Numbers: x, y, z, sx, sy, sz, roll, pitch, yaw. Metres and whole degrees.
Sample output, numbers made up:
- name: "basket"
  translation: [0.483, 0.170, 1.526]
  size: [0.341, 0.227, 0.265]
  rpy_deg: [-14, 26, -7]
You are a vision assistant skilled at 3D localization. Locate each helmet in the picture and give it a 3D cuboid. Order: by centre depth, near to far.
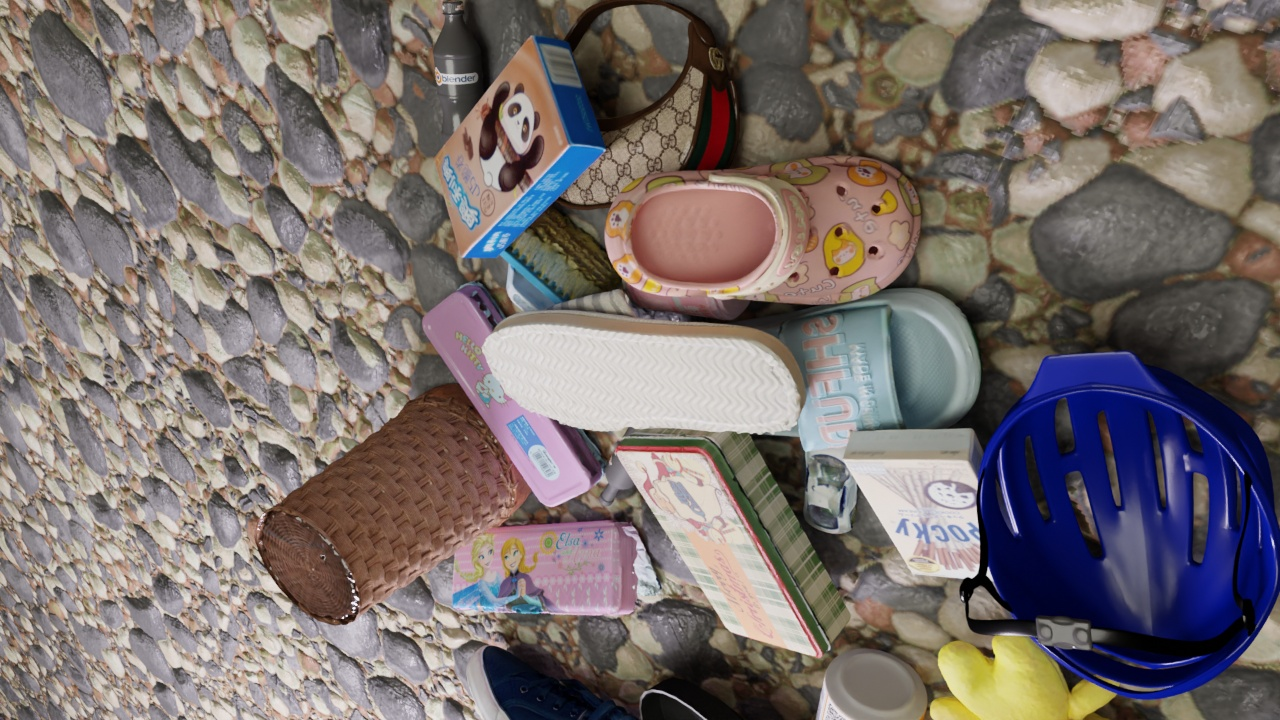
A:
- name: "helmet"
  translation: [0.253, 0.114, 0.490]
  size: [0.148, 0.227, 0.242]
  rpy_deg: [-4, 115, 36]

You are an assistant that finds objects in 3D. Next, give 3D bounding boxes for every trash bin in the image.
- name: "trash bin"
  translation: [-0.218, 0.132, 0.837]
  size: [0.151, 0.209, 0.151]
  rpy_deg: [16, 123, 26]

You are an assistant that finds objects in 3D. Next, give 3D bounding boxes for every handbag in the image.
- name: "handbag"
  translation: [-0.013, -0.176, 0.635]
  size: [0.167, 0.063, 0.138]
  rpy_deg: [1, 98, 39]

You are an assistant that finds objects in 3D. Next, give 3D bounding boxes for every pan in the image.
- name: "pan"
  translation: [0.114, 0.381, 0.787]
  size: [0.225, 0.034, 0.357]
  rpy_deg: [61, 151, -6]

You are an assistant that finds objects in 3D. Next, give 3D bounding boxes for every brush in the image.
- name: "brush"
  translation: [-0.080, -0.076, 0.729]
  size: [0.136, 0.055, 0.076]
  rpy_deg: [42, 126, 9]

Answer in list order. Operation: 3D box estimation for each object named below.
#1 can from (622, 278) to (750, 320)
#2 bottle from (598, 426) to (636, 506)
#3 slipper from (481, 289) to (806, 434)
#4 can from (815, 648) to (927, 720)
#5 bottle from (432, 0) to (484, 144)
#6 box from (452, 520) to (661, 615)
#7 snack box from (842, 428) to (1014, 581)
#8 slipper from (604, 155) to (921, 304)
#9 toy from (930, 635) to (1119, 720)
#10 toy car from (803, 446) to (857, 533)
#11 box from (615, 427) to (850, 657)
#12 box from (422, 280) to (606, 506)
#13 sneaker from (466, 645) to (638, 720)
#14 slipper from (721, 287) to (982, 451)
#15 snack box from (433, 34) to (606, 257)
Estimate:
- name: "can"
  translation: [0.036, -0.065, 0.647]
  size: [0.076, 0.067, 0.067]
  rpy_deg: [10, 120, 31]
- name: "bottle"
  translation: [-0.011, 0.088, 0.789]
  size: [0.030, 0.030, 0.113]
  rpy_deg: [38, 130, 11]
- name: "slipper"
  translation: [-0.004, 0.004, 0.655]
  size: [0.273, 0.053, 0.114]
  rpy_deg: [2, 135, 40]
- name: "can"
  translation: [0.181, 0.310, 0.746]
  size: [0.079, 0.078, 0.143]
  rpy_deg: [19, 124, 25]
- name: "bottle"
  translation: [-0.139, -0.217, 0.704]
  size: [0.036, 0.036, 0.110]
  rpy_deg: [16, 123, 27]
- name: "box"
  translation: [-0.084, 0.205, 0.899]
  size: [0.231, 0.076, 0.084]
  rpy_deg: [-12, 70, 39]
- name: "snack box"
  translation: [0.200, 0.099, 0.613]
  size: [0.082, 0.026, 0.150]
  rpy_deg: [-5, 137, 36]
- name: "slipper"
  translation: [0.076, -0.074, 0.558]
  size: [0.197, 0.081, 0.093]
  rpy_deg: [-3, 103, 2]
- name: "toy"
  translation: [0.286, 0.276, 0.649]
  size: [0.134, 0.092, 0.207]
  rpy_deg: [-24, 97, 38]
- name: "toy car"
  translation: [0.141, 0.092, 0.688]
  size: [0.039, 0.027, 0.090]
  rpy_deg: [13, 121, 31]
- name: "box"
  translation: [0.071, 0.134, 0.710]
  size: [0.118, 0.050, 0.205]
  rpy_deg: [0, 125, 55]
- name: "box"
  translation: [-0.113, 0.031, 0.826]
  size: [0.076, 0.036, 0.214]
  rpy_deg: [-31, 95, 38]
- name: "sneaker"
  translation: [-0.059, 0.366, 0.933]
  size: [0.295, 0.120, 0.127]
  rpy_deg: [33, 96, 31]
- name: "slipper"
  translation: [0.112, 0.016, 0.636]
  size: [0.246, 0.074, 0.104]
  rpy_deg: [-5, 113, 38]
- name: "snack box"
  translation: [-0.090, -0.145, 0.649]
  size: [0.152, 0.034, 0.087]
  rpy_deg: [-34, 68, 45]
